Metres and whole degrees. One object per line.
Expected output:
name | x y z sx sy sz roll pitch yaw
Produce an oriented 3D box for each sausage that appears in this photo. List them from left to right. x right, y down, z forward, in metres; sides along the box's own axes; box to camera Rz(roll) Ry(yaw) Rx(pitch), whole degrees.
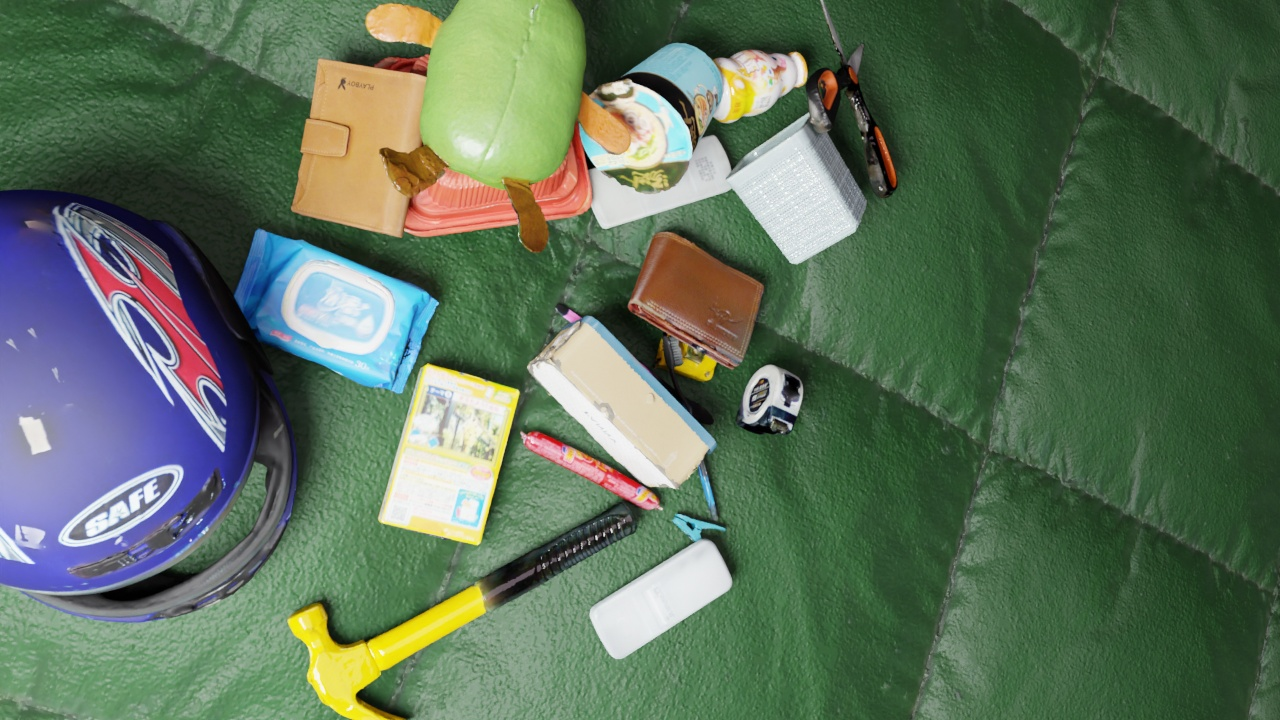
sausage | -0.043 0.102 0.845 0.156 0.020 0.020 30 75 -16

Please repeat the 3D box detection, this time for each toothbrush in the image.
toothbrush | -0.005 0.005 0.873 0.189 0.018 0.014 37 74 -10
toothbrush | 0.051 0.065 0.872 0.016 0.014 0.189 -20 102 -21

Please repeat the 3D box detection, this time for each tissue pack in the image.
tissue pack | -0.255 -0.041 0.758 0.157 0.052 0.095 22 77 -18

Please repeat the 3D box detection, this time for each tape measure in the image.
tape measure | 0.048 -0.011 0.884 0.060 0.029 0.057 19 78 -19
tape measure | 0.127 0.039 0.890 0.033 0.066 0.066 24 79 -22

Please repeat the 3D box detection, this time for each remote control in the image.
remote control | 0.019 -0.174 0.892 0.149 0.021 0.058 -20 91 -21
remote control | 0.020 0.220 0.851 0.135 0.020 0.056 -29 100 -15

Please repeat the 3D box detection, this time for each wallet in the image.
wallet | -0.230 -0.176 0.757 0.108 0.031 0.132 15 95 17
wallet | 0.053 -0.059 0.868 0.124 0.032 0.101 28 52 -14

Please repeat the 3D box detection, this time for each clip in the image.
clip | 0.054 0.163 0.879 0.054 0.013 0.034 30 74 -16

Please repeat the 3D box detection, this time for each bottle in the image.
bottle | 0.114 -0.278 0.916 0.108 0.063 0.063 -22 93 -22

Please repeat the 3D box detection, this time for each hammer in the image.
hammer | -0.136 0.205 0.792 0.300 0.033 0.129 -26 95 -21

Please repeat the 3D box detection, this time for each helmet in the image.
helmet | -0.368 0.040 0.609 0.246 0.241 0.315 -36 99 -18

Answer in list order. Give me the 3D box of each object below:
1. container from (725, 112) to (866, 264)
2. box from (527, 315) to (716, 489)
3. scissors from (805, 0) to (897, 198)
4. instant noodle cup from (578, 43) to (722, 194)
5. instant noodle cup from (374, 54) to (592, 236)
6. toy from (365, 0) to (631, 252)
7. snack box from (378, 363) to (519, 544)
container | 0.158 -0.166 0.897 0.111 0.090 0.089 52 33 -11
box | -0.014 0.045 0.825 0.184 0.090 0.061 44 71 -14
scissors | 0.206 -0.267 0.922 0.220 0.022 0.234 -34 103 -55
instant noodle cup | 0.019 -0.233 0.846 0.111 0.111 0.120 44 50 -12
instant noodle cup | -0.137 -0.202 0.805 0.188 0.079 0.164 -12 85 -17
toy | -0.108 -0.214 0.726 0.226 0.090 0.246 23 71 -25
snack box | -0.165 0.081 0.793 0.087 0.034 0.140 17 81 -19
